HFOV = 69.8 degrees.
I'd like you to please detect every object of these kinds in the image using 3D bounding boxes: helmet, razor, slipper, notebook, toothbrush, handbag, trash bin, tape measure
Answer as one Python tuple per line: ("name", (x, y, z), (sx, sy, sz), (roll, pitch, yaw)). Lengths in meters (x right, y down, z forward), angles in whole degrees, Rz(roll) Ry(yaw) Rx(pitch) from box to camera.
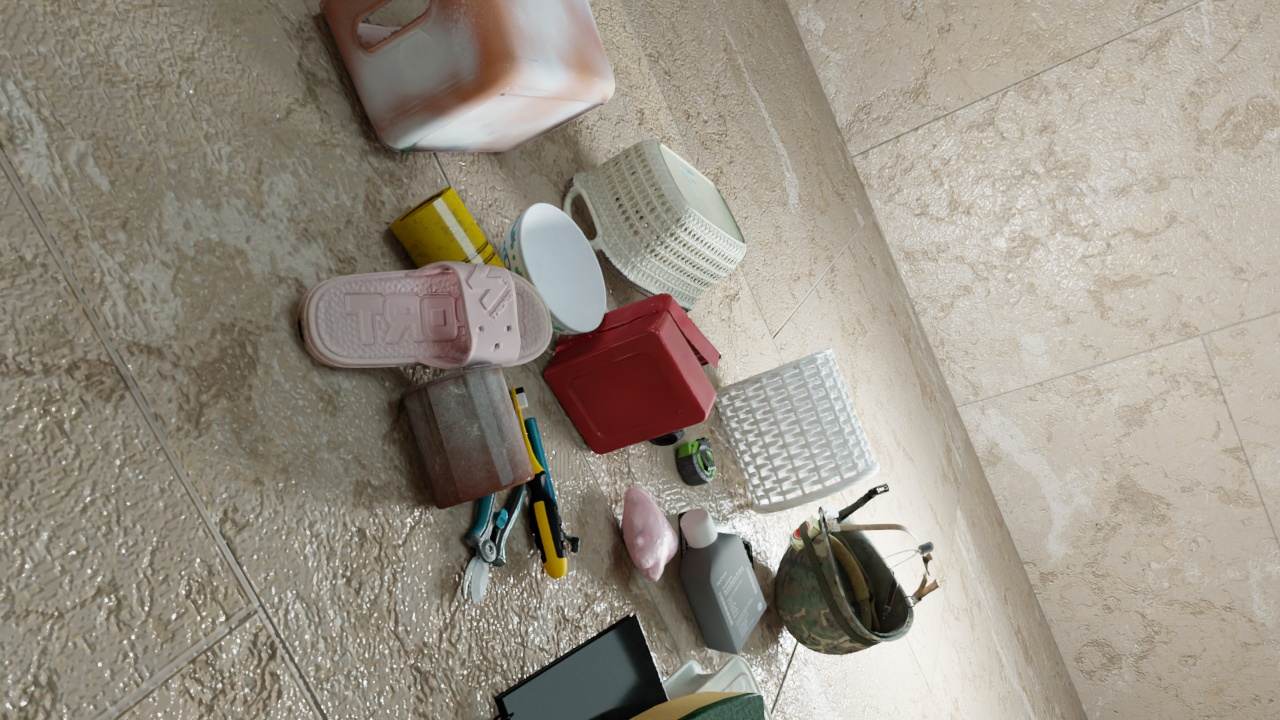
("helmet", (0.298, 0.292, 1.276), (0.192, 0.237, 0.223), (41, 39, -18))
("razor", (-0.092, 0.126, 0.923), (0.042, 0.022, 0.144), (116, -46, -76))
("slipper", (-0.165, -0.038, 0.780), (0.238, 0.065, 0.094), (-4, 90, -43))
("notebook", (-0.026, 0.370, 0.813), (0.168, 0.019, 0.231), (-20, 89, -41))
("toothbrush", (-0.103, 0.117, 0.901), (0.031, 0.031, 0.196), (66, 7, -71))
("handbag", (0.073, 0.422, 0.939), (0.141, 0.096, 0.198), (-22, 92, -46))
("trash bin", (-0.160, -0.309, 0.928), (0.259, 0.182, 0.157), (-25, 95, -63))
("tape measure", (0.077, 0.133, 1.203), (0.065, 0.036, 0.058), (-7, 78, -62))

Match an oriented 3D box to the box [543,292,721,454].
("box", (-0.010, 0.016, 1.001), (0.135, 0.158, 0.117), (49, 38, -31))

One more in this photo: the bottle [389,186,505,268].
("bottle", (-0.163, -0.078, 0.879), (0.164, 0.071, 0.070), (58, 30, -21))

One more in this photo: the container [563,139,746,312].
("container", (0.028, -0.179, 1.213), (0.251, 0.143, 0.184), (21, 39, -55))

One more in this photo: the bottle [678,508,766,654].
("bottle", (0.090, 0.251, 1.079), (0.083, 0.046, 0.174), (-45, 124, -42))

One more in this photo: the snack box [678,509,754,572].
("snack box", (0.100, 0.253, 1.174), (0.147, 0.025, 0.080), (38, 41, -45))

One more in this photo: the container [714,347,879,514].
("container", (0.221, 0.100, 1.320), (0.189, 0.190, 0.186), (-13, 82, -62))

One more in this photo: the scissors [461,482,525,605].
("scissors", (-0.133, 0.151, 0.833), (0.150, 0.019, 0.130), (-2, 73, -62))

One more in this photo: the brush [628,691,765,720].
("brush", (0.051, 0.433, 0.792), (0.194, 0.075, 0.250), (-15, 86, -42))

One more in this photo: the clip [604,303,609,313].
("clip", (-0.029, -0.028, 1.146), (0.054, 0.040, 0.101), (-3, 74, -40))

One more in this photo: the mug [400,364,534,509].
("mug", (-0.148, 0.067, 0.804), (0.123, 0.096, 0.110), (98, -21, -85))

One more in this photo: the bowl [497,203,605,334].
("bowl", (-0.109, -0.086, 0.977), (0.144, 0.074, 0.143), (40, 39, -43))

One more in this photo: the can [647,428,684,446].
("can", (0.027, 0.040, 1.157), (0.054, 0.054, 0.137), (39, 40, -44))

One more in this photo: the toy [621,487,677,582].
("toy", (0.009, 0.200, 1.014), (0.099, 0.053, 0.095), (58, 22, -30))
